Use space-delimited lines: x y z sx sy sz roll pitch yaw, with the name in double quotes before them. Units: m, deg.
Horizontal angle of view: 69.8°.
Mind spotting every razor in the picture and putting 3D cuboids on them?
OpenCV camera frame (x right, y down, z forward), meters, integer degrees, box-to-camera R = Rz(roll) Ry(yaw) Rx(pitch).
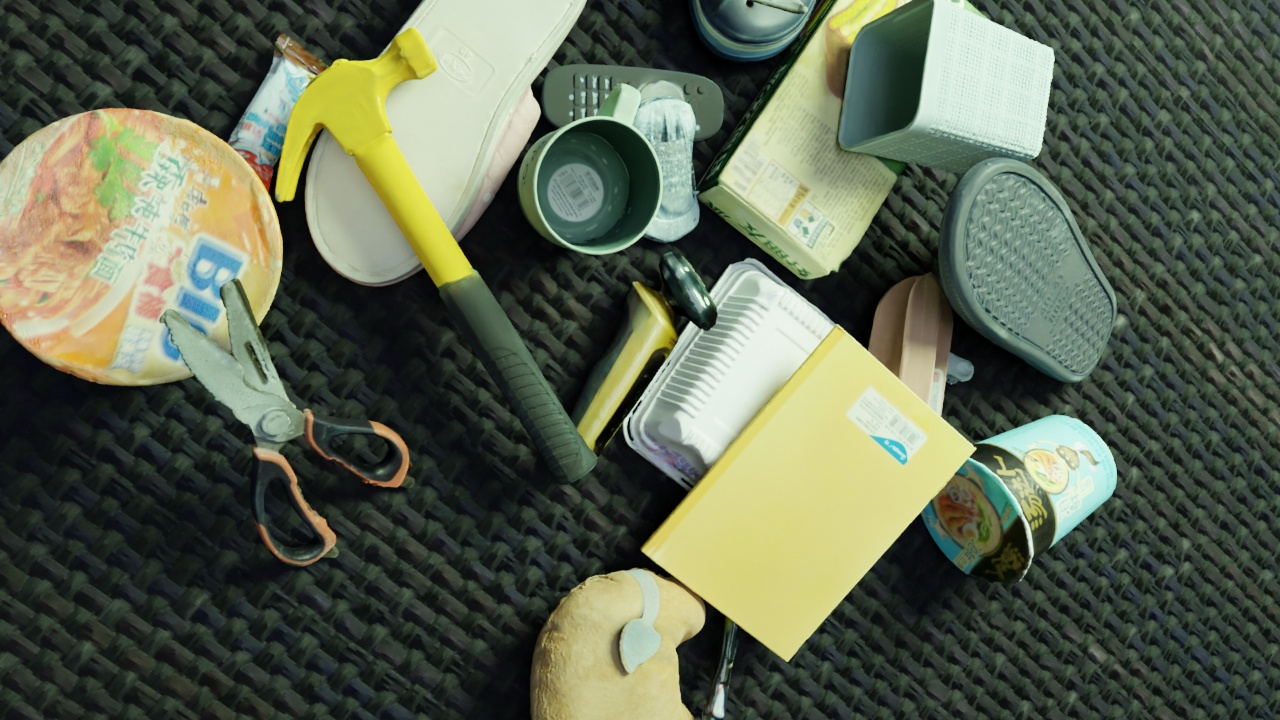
"razor" -0.004 0.004 0.652 0.067 0.062 0.167 31 86 21
"razor" 0.064 0.196 0.670 0.042 0.022 0.142 17 78 -34

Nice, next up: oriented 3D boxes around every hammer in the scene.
"hammer" -0.118 -0.050 0.590 0.129 0.033 0.301 -31 101 2

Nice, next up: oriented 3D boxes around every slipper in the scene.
"slipper" 0.279 -0.060 0.702 0.268 0.083 0.110 28 88 -42
"slipper" 0.085 -0.347 0.661 0.105 0.095 0.252 -5 87 -13
"slipper" -0.128 -0.174 0.617 0.114 0.054 0.274 31 92 -9

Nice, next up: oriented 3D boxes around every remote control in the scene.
"remote control" -0.006 -0.186 0.667 0.136 0.024 0.053 0 93 -16

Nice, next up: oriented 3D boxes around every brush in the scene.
"brush" 0.202 0.007 0.693 0.063 0.073 0.145 11 86 3

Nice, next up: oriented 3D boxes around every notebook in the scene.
"notebook" 0.119 0.097 0.643 0.146 0.010 0.206 39 94 -15

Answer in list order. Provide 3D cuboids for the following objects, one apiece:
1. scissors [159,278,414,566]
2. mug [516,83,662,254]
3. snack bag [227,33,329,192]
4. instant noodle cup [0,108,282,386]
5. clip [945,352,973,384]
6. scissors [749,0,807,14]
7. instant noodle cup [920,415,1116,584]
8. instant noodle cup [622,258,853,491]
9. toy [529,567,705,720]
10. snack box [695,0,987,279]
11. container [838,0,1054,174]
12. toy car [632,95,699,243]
"scissors" -0.205 0.043 0.551 0.213 0.015 0.197 9 113 -48
"mug" -0.033 -0.128 0.609 0.082 0.106 0.112 21 95 -16
"snack bag" -0.242 -0.160 0.602 0.048 0.026 0.104 35 81 -24
"instant noodle cup" -0.287 -0.060 0.544 0.151 0.111 0.151 0 89 -15
"clip" 0.238 -0.001 0.734 0.057 0.028 0.024 32 79 -3
"scissors" 0.005 -0.274 0.636 0.125 0.021 0.235 -43 81 4
"instant noodle cup" 0.296 0.098 0.711 0.120 0.111 0.111 -23 95 -22
"instant noodle cup" 0.087 0.024 0.673 0.138 0.060 0.173 37 82 -12
"toy" -0.013 0.257 0.629 0.143 0.083 0.226 1 90 -30
"snack box" 0.153 -0.189 0.691 0.114 0.063 0.240 35 81 -13
"container" 0.212 -0.182 0.631 0.111 0.090 0.090 9 89 -21
"toy car" 0.017 -0.135 0.658 0.049 0.031 0.106 -10 112 -13
